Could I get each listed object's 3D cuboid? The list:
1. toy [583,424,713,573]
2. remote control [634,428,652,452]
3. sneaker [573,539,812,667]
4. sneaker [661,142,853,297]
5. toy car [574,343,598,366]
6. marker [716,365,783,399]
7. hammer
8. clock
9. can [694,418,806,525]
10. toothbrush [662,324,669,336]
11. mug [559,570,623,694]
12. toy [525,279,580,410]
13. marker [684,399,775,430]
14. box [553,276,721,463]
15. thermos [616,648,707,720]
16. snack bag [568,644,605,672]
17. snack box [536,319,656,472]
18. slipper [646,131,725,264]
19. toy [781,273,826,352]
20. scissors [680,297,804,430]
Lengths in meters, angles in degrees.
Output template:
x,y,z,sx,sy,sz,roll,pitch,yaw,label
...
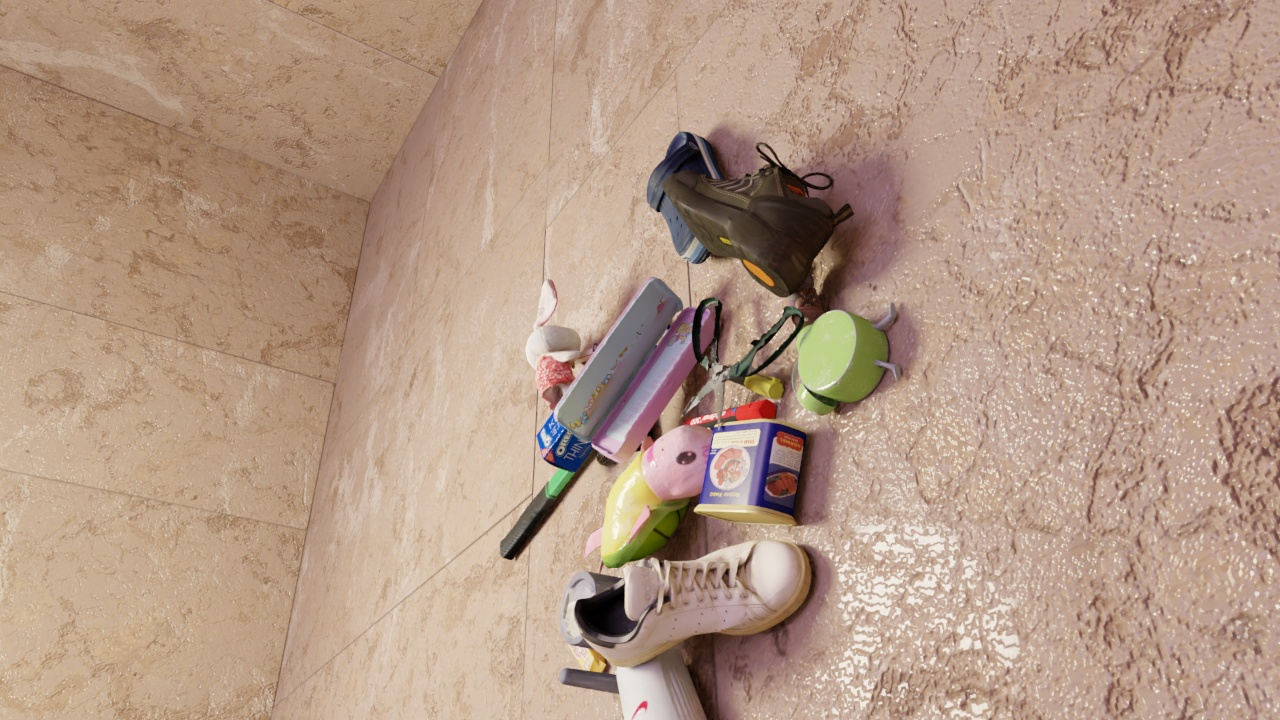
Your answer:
x,y,z,sx,sy,sz,roll,pitch,yaw,label
0.008,0.160,1.031,0.239,0.087,0.189,-52,9,22,toy
-0.003,0.052,1.192,0.041,0.020,0.151,-43,37,35,remote control
0.038,0.216,0.864,0.242,0.102,0.088,-28,41,23,sneaker
0.124,-0.175,0.959,0.143,0.101,0.238,-45,44,-2,sneaker
-0.062,-0.002,1.319,0.113,0.039,0.039,-19,79,58,toy car
0.115,0.019,0.996,0.124,0.017,0.021,22,93,64,marker
-0.126,0.184,1.326,0.320,0.032,0.130,-54,33,32,hammer
0.183,-0.002,0.856,0.120,0.042,0.094,-35,43,50,clock
0.109,0.111,0.908,0.116,0.056,0.092,-13,61,59,can
0.030,-0.043,1.192,0.015,0.016,0.186,-57,30,27,toothbrush
-0.029,0.297,0.996,0.084,0.104,0.123,-2,71,60,mug
-0.119,-0.004,1.297,0.159,0.084,0.194,100,154,-43,toy
0.093,0.065,1.002,0.145,0.023,0.021,-21,93,56,marker
-0.008,0.005,1.084,0.214,0.092,0.089,-55,25,-9,box
0.031,0.373,0.856,0.099,0.099,0.220,-60,25,20,thermos
-0.068,0.355,1.123,0.099,0.020,0.026,33,102,62,snack bag
-0.058,0.049,1.200,0.207,0.057,0.056,-53,30,16,snack box
0.049,-0.215,1.167,0.105,0.095,0.252,-58,23,32,slipper
0.162,-0.060,0.935,0.055,0.041,0.101,111,155,-59,toy
0.099,-0.022,0.973,0.202,0.015,0.201,-46,31,36,scissors
